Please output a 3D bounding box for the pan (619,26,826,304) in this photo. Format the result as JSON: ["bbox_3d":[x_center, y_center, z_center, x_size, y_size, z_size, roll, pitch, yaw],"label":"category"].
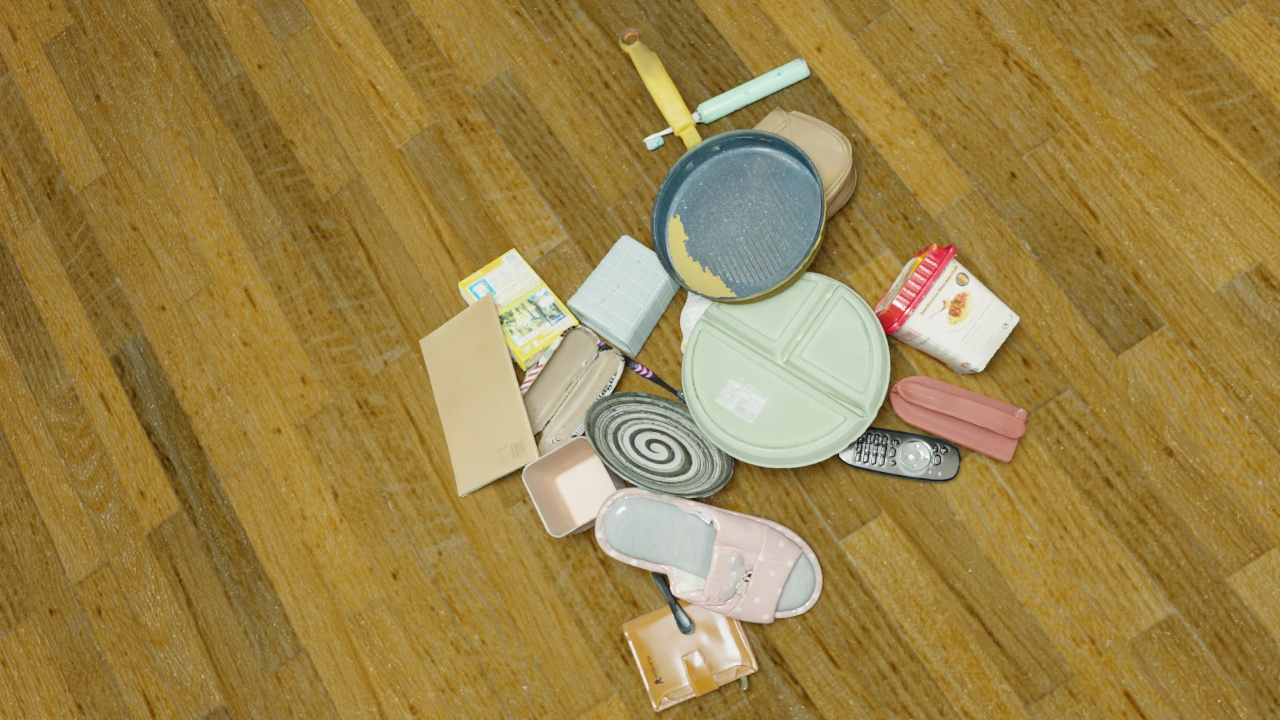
[{"bbox_3d":[0.070,-0.228,1.032,0.198,0.078,0.357,-31,69,12],"label":"pan"}]

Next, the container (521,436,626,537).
[{"bbox_3d":[-0.068,0.148,1.062,0.090,0.111,0.090,-30,76,5],"label":"container"}]

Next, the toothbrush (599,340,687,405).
[{"bbox_3d":[-0.007,0.007,1.125,0.189,0.018,0.014,31,77,16],"label":"toothbrush"}]

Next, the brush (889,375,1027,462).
[{"bbox_3d":[0.348,0.057,1.018,0.146,0.069,0.063,21,79,14],"label":"brush"}]

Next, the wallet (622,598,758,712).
[{"bbox_3d":[0.060,0.333,1.049,0.131,0.035,0.119,-25,70,6],"label":"wallet"}]

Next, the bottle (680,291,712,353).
[{"bbox_3d":[0.079,-0.053,1.094,0.063,0.063,0.108,-3,80,10],"label":"bottle"}]

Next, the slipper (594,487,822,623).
[{"bbox_3d":[0.080,0.213,0.999,0.274,0.054,0.114,23,94,-13],"label":"slipper"}]

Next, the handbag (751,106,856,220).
[{"bbox_3d":[0.152,-0.198,1.092,0.204,0.100,0.147,-39,68,2],"label":"handbag"}]

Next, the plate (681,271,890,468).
[{"bbox_3d":[0.153,0.003,1.001,0.230,0.027,0.229,-6,69,17],"label":"plate"}]

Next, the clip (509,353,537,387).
[{"bbox_3d":[-0.147,0.006,1.143,0.098,0.035,0.099,39,85,13],"label":"clip"}]

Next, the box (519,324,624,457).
[{"bbox_3d":[-0.089,0.041,1.102,0.085,0.075,0.162,34,88,41],"label":"box"}]

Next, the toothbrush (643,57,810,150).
[{"bbox_3d":[0.106,-0.322,1.155,0.224,0.026,0.027,-24,98,6],"label":"toothbrush"}]

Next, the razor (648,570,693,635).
[{"bbox_3d":[0.024,0.254,1.061,0.042,0.022,0.142,-28,61,-9],"label":"razor"}]

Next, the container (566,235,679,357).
[{"bbox_3d":[-0.015,-0.079,1.106,0.090,0.090,0.111,35,85,14],"label":"container"}]

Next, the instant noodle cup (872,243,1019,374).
[{"bbox_3d":[0.340,-0.052,1.025,0.124,0.116,0.116,36,88,2],"label":"instant noodle cup"}]

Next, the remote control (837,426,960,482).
[{"bbox_3d":[0.292,0.107,1.044,0.136,0.024,0.053,10,79,10],"label":"remote control"}]

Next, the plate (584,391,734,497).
[{"bbox_3d":[0.019,0.098,1.042,0.179,0.179,0.024,31,123,14],"label":"plate"}]

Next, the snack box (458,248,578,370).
[{"bbox_3d":[-0.151,-0.065,1.139,0.086,0.034,0.140,-36,68,-17],"label":"snack box"}]

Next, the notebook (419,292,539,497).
[{"bbox_3d":[-0.200,0.044,1.119,0.150,0.012,0.211,-28,74,37],"label":"notebook"}]
